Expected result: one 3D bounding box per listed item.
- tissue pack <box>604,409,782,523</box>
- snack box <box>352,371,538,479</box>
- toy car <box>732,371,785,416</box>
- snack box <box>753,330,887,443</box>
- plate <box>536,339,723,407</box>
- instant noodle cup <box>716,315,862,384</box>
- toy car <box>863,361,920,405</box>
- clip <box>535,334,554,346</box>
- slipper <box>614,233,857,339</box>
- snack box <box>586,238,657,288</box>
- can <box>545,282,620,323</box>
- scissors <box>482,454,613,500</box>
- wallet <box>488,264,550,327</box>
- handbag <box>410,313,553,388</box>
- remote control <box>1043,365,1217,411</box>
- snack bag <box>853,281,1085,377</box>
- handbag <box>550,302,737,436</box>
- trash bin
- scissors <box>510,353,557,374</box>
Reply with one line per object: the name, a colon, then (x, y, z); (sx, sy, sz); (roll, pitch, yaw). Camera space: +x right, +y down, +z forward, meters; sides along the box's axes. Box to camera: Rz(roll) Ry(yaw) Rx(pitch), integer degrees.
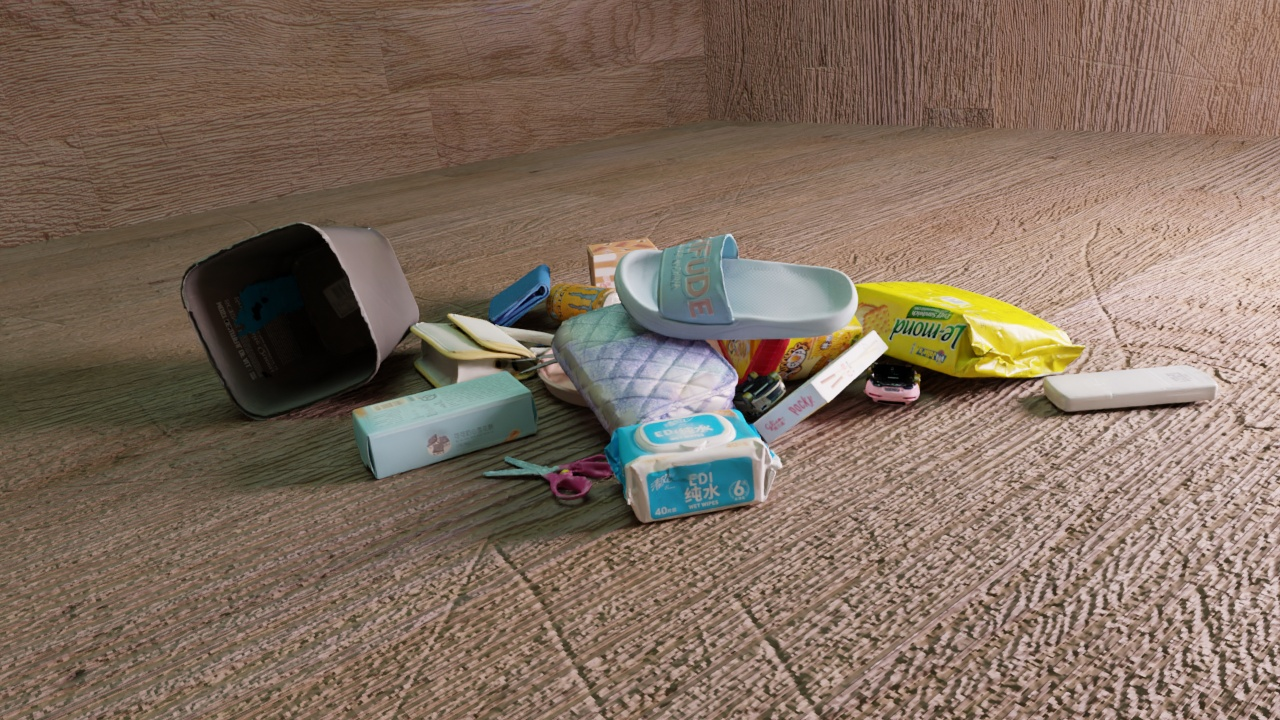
tissue pack: (0.043, 0.086, 0.796); (0.140, 0.063, 0.090); (-9, 20, -8)
snack box: (-0.199, 0.063, 0.938); (0.174, 0.052, 0.074); (-15, 24, -23)
toy car: (0.117, 0.035, 0.918); (0.042, 0.035, 0.090); (-41, 7, -13)
snack box: (0.182, 0.024, 0.915); (0.156, 0.027, 0.085); (-31, -9, -49)
plate: (-0.006, 0.006, 1.079); (0.229, 0.028, 0.229); (-4, 21, 1)
instant noodle cup: (0.164, -0.033, 1.009); (0.123, 0.116, 0.116); (0, 46, -21)
toy car: (0.261, 0.024, 0.953); (0.056, 0.037, 0.122); (7, 10, 14)
clip: (-0.112, -0.028, 1.212); (0.057, 0.029, 0.024); (0, 18, 34)
slipper: (0.092, -0.075, 0.912); (0.245, 0.074, 0.103); (5, 51, 10)
snack box: (-0.024, -0.121, 1.333); (0.094, 0.093, 0.077); (-8, 20, -7)
can: (-0.069, -0.073, 1.244); (0.058, 0.058, 0.146); (-19, 18, -33)
scissors: (-0.081, 0.101, 0.862); (0.105, 0.017, 0.136); (-24, 24, -39)
wallet: (-0.171, -0.087, 1.302); (0.106, 0.040, 0.133); (-37, 16, 6)
handbag: (-0.186, -0.019, 1.157); (0.178, 0.063, 0.163); (-12, 22, -27)
remote control: (0.480, 0.028, 0.903); (0.150, 0.021, 0.058); (-4, 20, 3)
snack bag: (0.338, -0.038, 1.020); (0.157, 0.068, 0.247); (-3, 17, -28)
handbag: (0.005, 0.017, 0.927); (0.134, 0.076, 0.194); (-16, 37, -19)
trash bin: (-0.395, -0.065, 1.125); (0.199, 0.199, 0.219); (-19, 11, 9)
scissors: (-0.060, -0.012, 1.086); (0.160, 0.014, 0.173); (3, 24, 27)
